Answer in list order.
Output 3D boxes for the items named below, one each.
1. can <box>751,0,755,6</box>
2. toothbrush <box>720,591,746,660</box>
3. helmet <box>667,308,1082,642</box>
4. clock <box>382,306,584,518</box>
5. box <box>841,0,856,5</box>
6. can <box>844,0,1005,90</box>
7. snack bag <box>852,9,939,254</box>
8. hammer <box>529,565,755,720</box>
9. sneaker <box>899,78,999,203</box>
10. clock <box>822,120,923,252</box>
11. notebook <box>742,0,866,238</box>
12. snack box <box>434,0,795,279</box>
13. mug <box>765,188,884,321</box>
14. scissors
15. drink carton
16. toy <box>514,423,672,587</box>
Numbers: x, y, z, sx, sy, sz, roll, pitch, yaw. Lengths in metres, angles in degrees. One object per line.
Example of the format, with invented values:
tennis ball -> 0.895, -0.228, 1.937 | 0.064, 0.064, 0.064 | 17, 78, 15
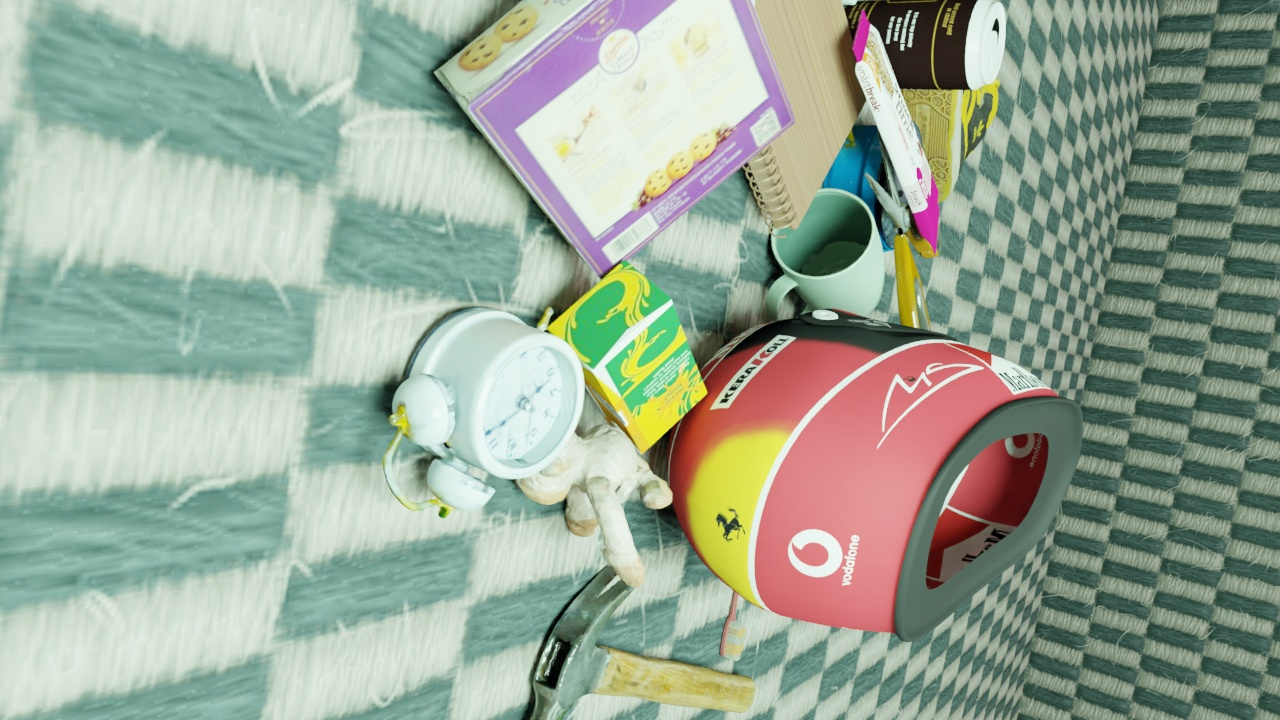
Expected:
can -> 0.005, -0.226, 0.484 | 0.136, 0.078, 0.078 | 34, 72, -55
toothbrush -> 0.095, 0.173, 0.810 | 0.015, 0.016, 0.184 | 10, 90, -51
helmet -> 0.142, 0.066, 0.647 | 0.270, 0.225, 0.198 | -17, 121, -40
clock -> -0.081, 0.026, 0.458 | 0.117, 0.057, 0.083 | -44, 135, -30
box -> 0.186, -0.368, 0.736 | 0.085, 0.071, 0.198 | 45, 60, -31
can -> 0.227, -0.262, 0.760 | 0.071, 0.129, 0.072 | -24, 119, -51
snack bag -> 0.212, -0.183, 0.746 | 0.196, 0.016, 0.070 | 57, 36, -31
hammer -> 0.020, 0.245, 0.707 | 0.330, 0.033, 0.132 | 38, 67, -55
sneaker -> 0.289, -0.276, 0.886 | 0.121, 0.086, 0.239 | -52, 144, -25
clock -> 0.214, -0.145, 0.844 | 0.116, 0.060, 0.162 | -32, 128, -49
notebook -> 0.103, -0.219, 0.660 | 0.168, 0.022, 0.210 | -59, 139, -25
snack box -> -0.004, -0.133, 0.468 | 0.143, 0.040, 0.148 | -39, 143, 1
mug -> 0.151, -0.070, 0.767 | 0.111, 0.084, 0.104 | -44, 147, -1
scissors -> 0.228, -0.107, 0.781 | 0.225, 0.016, 0.225 | -36, 114, -56
drink carton -> -0.003, 0.003, 0.545 | 0.058, 0.041, 0.122 | -42, 149, -9
toy -> -0.033, 0.073, 0.531 | 0.074, 0.085, 0.106 | -45, 122, 4
